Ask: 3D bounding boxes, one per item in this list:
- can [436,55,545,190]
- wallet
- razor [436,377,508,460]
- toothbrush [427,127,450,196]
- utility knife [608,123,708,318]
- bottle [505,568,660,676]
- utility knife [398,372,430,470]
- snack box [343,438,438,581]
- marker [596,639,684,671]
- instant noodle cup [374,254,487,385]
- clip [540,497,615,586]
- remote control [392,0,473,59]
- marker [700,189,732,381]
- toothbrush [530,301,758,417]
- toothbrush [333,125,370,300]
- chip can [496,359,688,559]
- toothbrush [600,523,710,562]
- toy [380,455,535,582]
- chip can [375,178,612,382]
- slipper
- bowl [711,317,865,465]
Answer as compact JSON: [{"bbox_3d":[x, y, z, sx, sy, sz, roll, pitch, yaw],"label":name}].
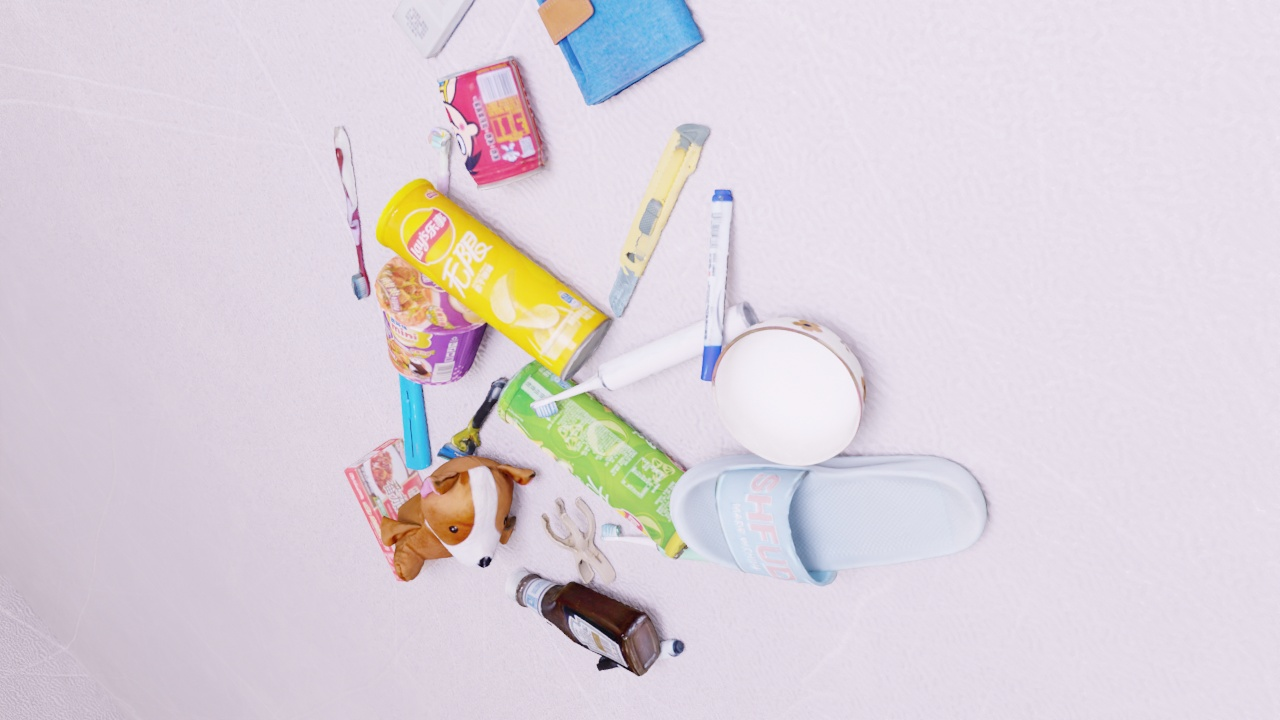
[{"bbox_3d":[-0.119,-0.192,0.747,0.067,0.066,0.094,-2,114,38],"label":"can"},{"bbox_3d":[-0.026,-0.264,0.658,0.107,0.040,0.133,-19,102,37],"label":"wallet"},{"bbox_3d":[-0.169,0.062,0.961,0.042,0.022,0.143,22,130,-18],"label":"razor"},{"bbox_3d":[-0.194,-0.129,0.871,0.029,0.020,0.190,50,141,38],"label":"toothbrush"},{"bbox_3d":[0.009,-0.109,0.738,0.031,0.020,0.195,42,137,18],"label":"utility knife"},{"bbox_3d":[-0.068,0.269,0.978,0.195,0.043,0.080,13,132,39],"label":"bottle"},{"bbox_3d":[-0.254,0.036,1.012,0.034,0.018,0.207,19,124,28],"label":"utility knife"},{"bbox_3d":[-0.281,0.175,1.072,0.026,0.075,0.153,-8,109,38],"label":"snack box"},{"bbox_3d":[-0.002,0.317,0.982,0.131,0.022,0.018,-30,89,44],"label":"marker"},{"bbox_3d":[-0.195,-0.037,0.872,0.111,0.111,0.099,38,141,13],"label":"instant noodle cup"},{"bbox_3d":[-0.054,0.187,0.939,0.081,0.034,0.104,-27,102,43],"label":"clip"},{"bbox_3d":[-0.158,-0.303,0.741,0.049,0.024,0.125,53,134,0],"label":"remote control"},{"bbox_3d":[0.058,-0.056,0.698,0.017,0.016,0.146,9,101,33],"label":"marker"},{"bbox_3d":[-0.005,0.005,0.763,0.222,0.026,0.026,-23,97,27],"label":"toothbrush"},{"bbox_3d":[-0.298,-0.147,0.939,0.016,0.017,0.188,19,125,27],"label":"toothbrush"},{"bbox_3d":[-0.033,0.085,0.837,0.221,0.072,0.073,38,132,13],"label":"chip can"},{"bbox_3d":[0.049,0.173,0.859,0.225,0.026,0.027,-3,81,38],"label":"toothbrush"},{"bbox_3d":[-0.194,0.168,0.972,0.200,0.139,0.130,-51,58,42],"label":"toy"},{"bbox_3d":[-0.130,-0.070,0.806,0.213,0.071,0.072,38,132,6],"label":"chip can"},{"bbox_3d":[0.138,0.128,0.711,0.246,0.074,0.104,-8,110,25],"label":"slipper"},{"bbox_3d":[0.117,0.015,0.689,0.113,0.062,0.114,13,121,23],"label":"bowl"}]
